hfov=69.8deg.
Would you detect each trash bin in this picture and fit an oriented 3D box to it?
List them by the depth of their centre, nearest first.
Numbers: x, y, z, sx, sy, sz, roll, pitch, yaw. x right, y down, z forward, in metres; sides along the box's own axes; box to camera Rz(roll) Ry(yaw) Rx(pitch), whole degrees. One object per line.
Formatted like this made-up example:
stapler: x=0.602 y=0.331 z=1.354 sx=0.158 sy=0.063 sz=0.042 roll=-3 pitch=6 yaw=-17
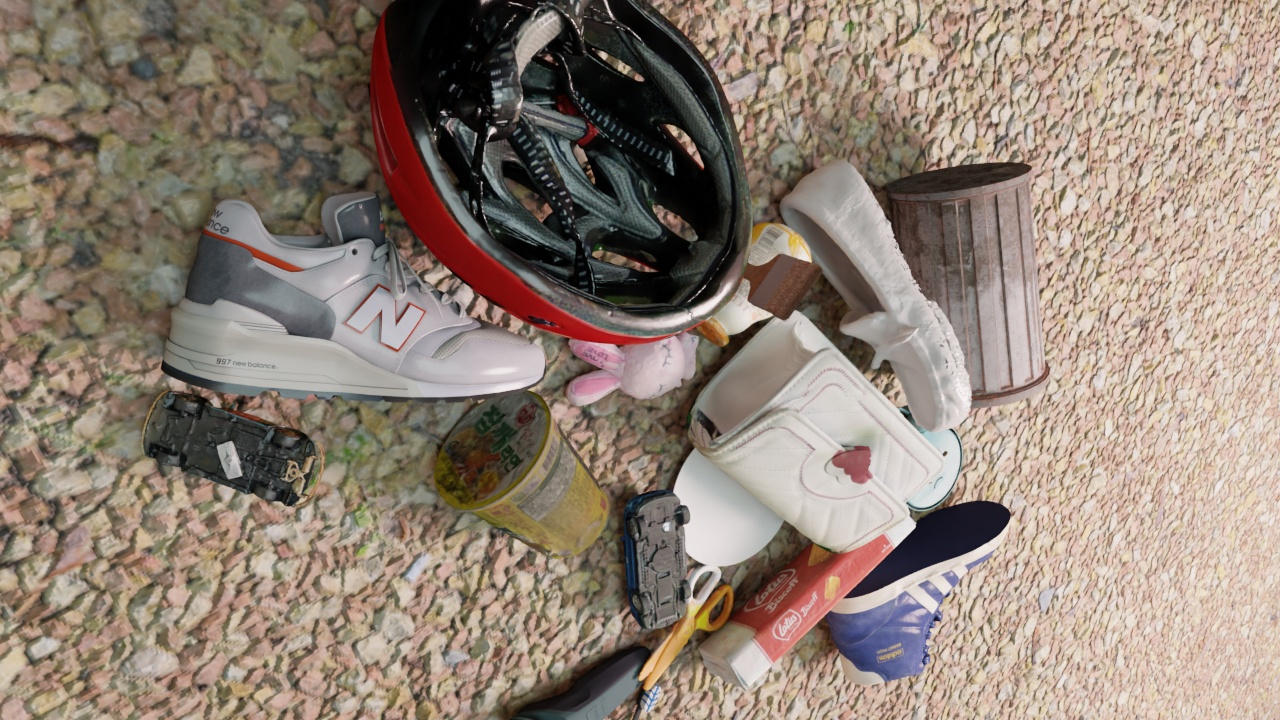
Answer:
trash bin: x=0.296 y=-0.062 z=0.834 sx=0.130 sy=0.131 sz=0.211 roll=-21 pitch=110 yaw=-26

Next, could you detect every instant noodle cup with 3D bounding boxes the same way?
instant noodle cup: x=-0.080 y=0.090 z=0.672 sx=0.102 sy=0.102 sz=0.108 roll=-49 pitch=130 yaw=-12

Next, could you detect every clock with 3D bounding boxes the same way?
clock: x=0.262 y=0.092 z=0.895 sx=0.124 sy=0.053 sz=0.090 roll=44 pitch=77 yaw=-31

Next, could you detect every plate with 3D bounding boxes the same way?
plate: x=0.082 y=0.118 z=0.817 sx=0.134 sy=0.011 sz=0.135 roll=-8 pitch=106 yaw=-29

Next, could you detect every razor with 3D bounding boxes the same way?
razor: x=-0.047 y=0.283 z=0.765 sx=0.142 sy=0.052 sz=0.047 roll=-27 pitch=113 yaw=-34

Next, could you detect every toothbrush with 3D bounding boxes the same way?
toothbrush: x=-0.023 y=0.362 z=0.813 sx=0.014 sy=0.014 sz=0.167 roll=27 pitch=87 yaw=-44

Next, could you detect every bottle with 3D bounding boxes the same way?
bottle: x=0.089 y=-0.060 z=0.747 sx=0.108 sy=0.063 sz=0.063 roll=-46 pitch=120 yaw=-14

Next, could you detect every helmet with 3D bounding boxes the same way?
helmet: x=-0.047 y=-0.125 z=0.583 sx=0.272 sy=0.167 sz=0.217 roll=42 pitch=64 yaw=-19

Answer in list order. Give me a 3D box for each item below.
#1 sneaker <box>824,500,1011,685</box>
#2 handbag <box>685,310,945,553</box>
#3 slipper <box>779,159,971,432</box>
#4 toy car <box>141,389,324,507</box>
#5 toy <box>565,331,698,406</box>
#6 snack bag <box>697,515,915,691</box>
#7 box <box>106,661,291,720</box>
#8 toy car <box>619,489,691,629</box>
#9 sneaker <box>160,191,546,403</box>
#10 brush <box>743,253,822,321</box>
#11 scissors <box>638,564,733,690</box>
sneaker: x=0.288 y=0.241 z=0.923 sx=0.232 sy=0.091 sz=0.118 roll=-20 pitch=107 yaw=-25
handbag: x=0.148 y=0.070 z=0.774 sx=0.142 sy=0.096 sz=0.198 roll=-47 pitch=124 yaw=9
slipper: x=0.199 y=-0.048 z=0.773 sx=0.074 sy=0.112 sz=0.247 roll=-31 pitch=94 yaw=1
toy car: x=-0.252 y=0.055 z=0.582 sx=0.112 sy=0.047 sz=0.047 roll=21 pitch=90 yaw=-4
toy: x=-0.004 y=0.004 z=0.716 sx=0.110 sy=0.047 sz=0.064 roll=-5 pitch=122 yaw=-16
snack bag: x=0.152 y=0.209 z=0.844 sx=0.224 sy=0.078 sz=0.041 roll=-36 pitch=94 yaw=-18
box: x=-0.319 y=0.336 z=0.754 sx=0.168 sy=0.404 sz=0.171 roll=31 pitch=85 yaw=-33
toy car: x=0.009 y=0.165 z=0.766 sx=0.056 sy=0.044 sz=0.120 roll=-11 pitch=109 yaw=-28
sneaker: x=-0.169 y=-0.043 z=0.582 sx=0.239 sy=0.089 sz=0.124 roll=0 pitch=105 yaw=-28
brush: x=0.083 y=-0.068 z=0.694 sx=0.008 sy=0.143 sz=0.045 roll=35 pitch=91 yaw=-30
scissors: x=0.036 y=0.232 z=0.802 sx=0.130 sy=0.013 sz=0.070 roll=-40 pitch=117 yaw=-33
